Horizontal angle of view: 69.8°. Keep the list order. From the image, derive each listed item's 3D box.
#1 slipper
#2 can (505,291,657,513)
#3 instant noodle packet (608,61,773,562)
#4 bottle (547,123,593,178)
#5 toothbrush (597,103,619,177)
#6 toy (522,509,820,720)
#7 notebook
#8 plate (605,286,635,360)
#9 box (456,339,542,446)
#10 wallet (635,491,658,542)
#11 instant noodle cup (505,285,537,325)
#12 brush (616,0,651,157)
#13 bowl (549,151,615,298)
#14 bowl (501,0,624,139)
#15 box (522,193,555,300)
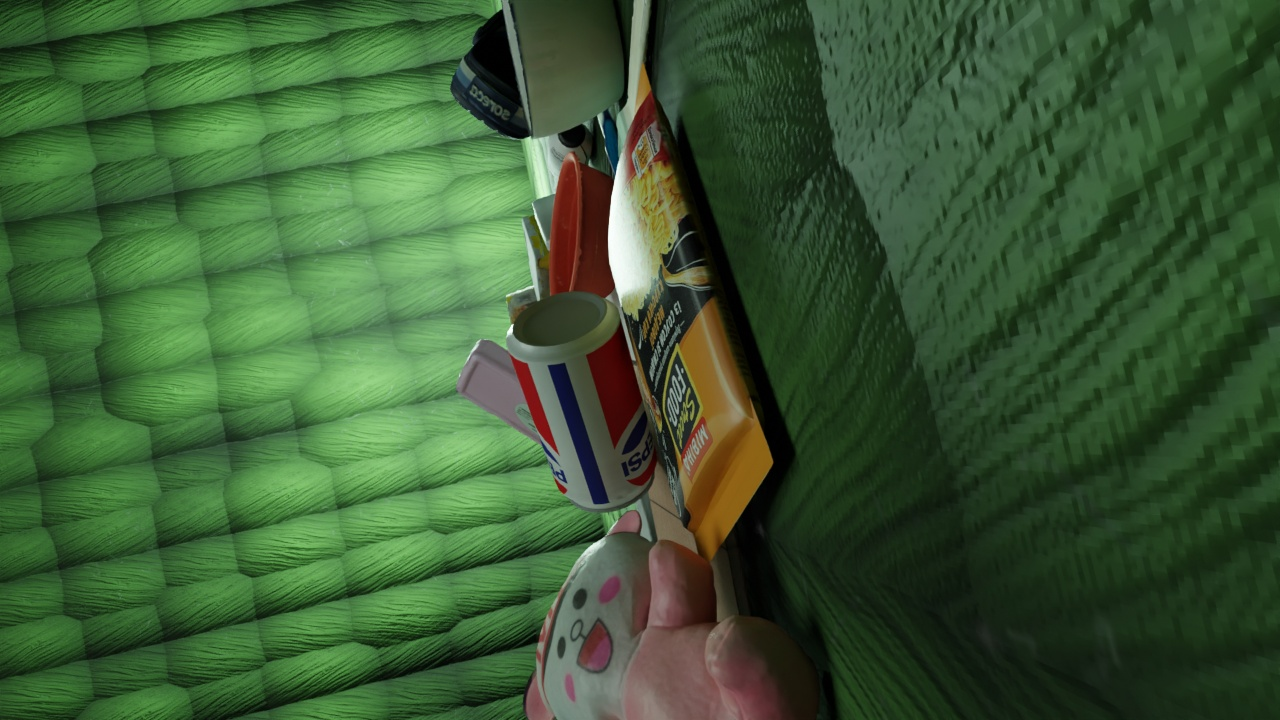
[{"bbox_3d":[-0.103,-0.273,0.848,0.095,0.105,0.252,-53,15,24],"label":"slipper"},{"bbox_3d":[-0.034,0.028,0.578,0.070,0.070,0.132,-111,5,-55],"label":"can"},{"bbox_3d":[0.018,-0.017,0.481,0.160,0.032,0.220,104,154,-61],"label":"instant noodle packet"},{"bbox_3d":[-0.066,-0.199,0.856,0.116,0.041,0.041,167,91,-84],"label":"bottle"},{"bbox_3d":[-0.019,-0.153,0.650,0.017,0.016,0.189,44,-147,-83],"label":"toothbrush"},{"bbox_3d":[0.007,0.162,0.474,0.213,0.084,0.142,11,83,60],"label":"toy"},{"bbox_3d":[0.032,0.107,0.599,0.141,0.008,0.209,-167,65,-71],"label":"notebook"},{"bbox_3d":[-0.005,0.005,0.784,0.230,0.021,0.230,167,91,-84],"label":"plate"},{"bbox_3d":[-0.078,0.040,0.927,0.101,0.201,0.102,-55,4,41],"label":"box"},{"bbox_3d":[0.020,0.153,0.740,0.116,0.032,0.086,-108,10,-49],"label":"wallet"},{"bbox_3d":[-0.082,-0.049,0.970,0.102,0.108,0.102,165,92,-86],"label":"instant noodle cup"},{"bbox_3d":[-0.002,-0.160,0.501,0.218,0.012,0.033,99,158,-70],"label":"brush"},{"bbox_3d":[-0.040,-0.097,0.724,0.130,0.045,0.130,-178,91,-76],"label":"bowl"},{"bbox_3d":[-0.051,-0.206,0.596,0.116,0.065,0.116,167,91,-84],"label":"bowl"},{"bbox_3d":[-0.070,-0.110,0.892,0.210,0.080,0.084,-116,16,-68],"label":"box"}]
